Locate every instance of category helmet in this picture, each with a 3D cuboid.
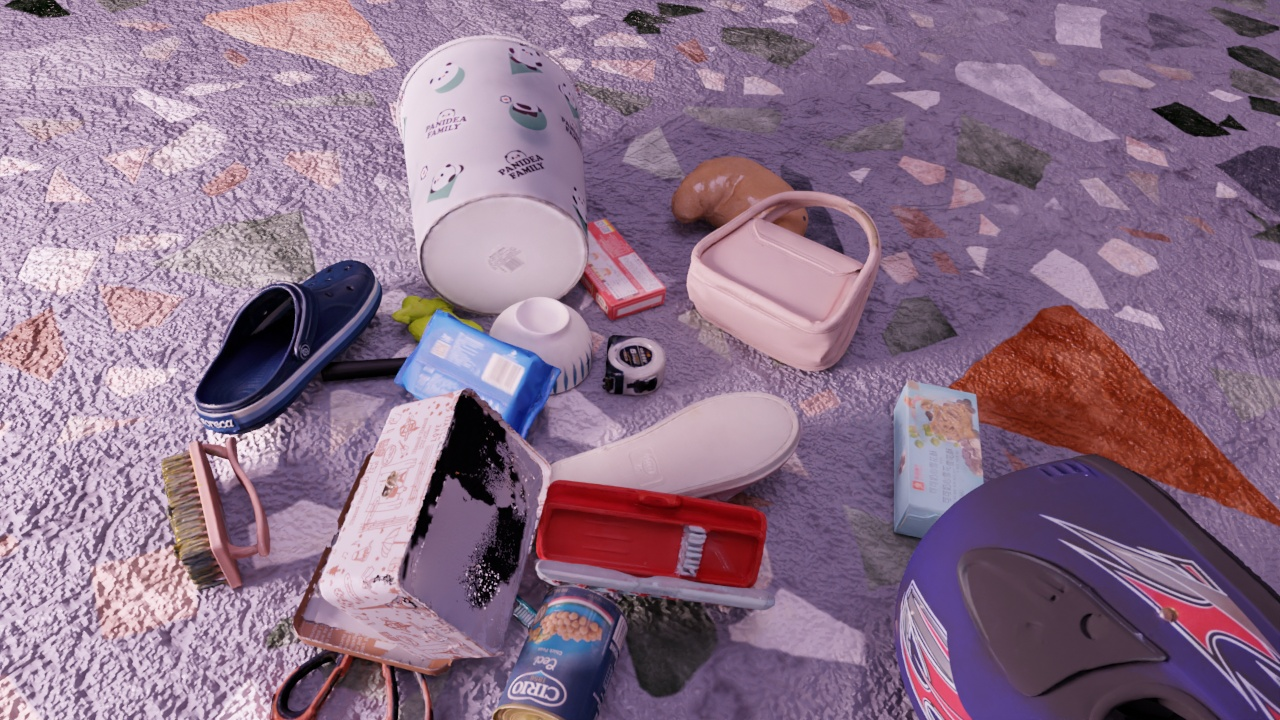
[{"bbox_3d":[0.327,0.232,0.659,0.240,0.247,0.315,-42,47,8],"label":"helmet"}]

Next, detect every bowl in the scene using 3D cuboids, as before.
[{"bbox_3d":[-0.107,-0.026,0.986,0.116,0.066,0.116,4,45,-4],"label":"bowl"}]

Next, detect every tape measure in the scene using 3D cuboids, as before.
[{"bbox_3d":[-0.006,0.006,0.992,0.066,0.034,0.065,5,47,0],"label":"tape measure"}]

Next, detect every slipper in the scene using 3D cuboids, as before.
[{"bbox_3d":[-0.362,-0.032,0.925,0.105,0.095,0.252,7,41,18],"label":"slipper"},{"bbox_3d":[0.026,0.106,0.879,0.274,0.054,0.114,-20,47,-10],"label":"slipper"}]

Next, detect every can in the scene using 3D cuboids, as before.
[{"bbox_3d":[-0.060,0.242,0.718,0.075,0.075,0.110,16,45,8],"label":"can"}]

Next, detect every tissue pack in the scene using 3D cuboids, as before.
[{"bbox_3d":[-0.165,0.018,0.925,0.157,0.052,0.095,25,83,15],"label":"tissue pack"}]

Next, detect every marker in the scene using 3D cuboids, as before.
[{"bbox_3d":[-0.267,0.007,0.965,0.132,0.020,0.022,-4,7,-12],"label":"marker"}]

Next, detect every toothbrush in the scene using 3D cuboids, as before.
[{"bbox_3d":[-0.155,0.177,0.814,0.192,0.016,0.018,34,61,24],"label":"toothbrush"}]

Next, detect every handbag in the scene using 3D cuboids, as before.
[{"bbox_3d":[0.186,-0.116,1.064,0.193,0.093,0.233,29,62,21],"label":"handbag"}]

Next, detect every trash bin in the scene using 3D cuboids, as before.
[{"bbox_3d":[-0.165,-0.204,1.057,0.229,0.230,0.251,-3,51,-10],"label":"trash bin"}]

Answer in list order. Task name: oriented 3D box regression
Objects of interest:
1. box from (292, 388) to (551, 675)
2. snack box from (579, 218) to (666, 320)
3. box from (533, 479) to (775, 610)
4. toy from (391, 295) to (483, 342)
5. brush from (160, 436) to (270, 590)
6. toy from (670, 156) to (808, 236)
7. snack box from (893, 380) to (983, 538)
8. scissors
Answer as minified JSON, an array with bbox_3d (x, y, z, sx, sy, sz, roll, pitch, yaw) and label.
[{"bbox_3d":[-0.190,0.141,0.743,0.185,0.154,0.182,-11,46,27],"label":"box"},{"bbox_3d":[-0.039,-0.113,1.112,0.075,0.026,0.153,-20,51,-24],"label":"snack box"},{"bbox_3d":[0.013,0.164,0.776,0.201,0.095,0.101,9,3,-6],"label":"box"},{"bbox_3d":[-0.222,-0.038,1.007,0.096,0.031,0.100,0,36,-23],"label":"toy"},{"bbox_3d":[-0.372,0.126,0.804,0.073,0.063,0.145,-19,49,-19],"label":"brush"},{"bbox_3d":[0.151,-0.184,1.176,0.226,0.083,0.143,35,65,21],"label":"toy"},{"bbox_3d":[0.298,0.100,0.923,0.074,0.052,0.174,12,44,4],"label":"snack box"},{"bbox_3d":[-0.222,0.233,0.748,0.189,0.015,0.225,29,49,21],"label":"scissors"}]
